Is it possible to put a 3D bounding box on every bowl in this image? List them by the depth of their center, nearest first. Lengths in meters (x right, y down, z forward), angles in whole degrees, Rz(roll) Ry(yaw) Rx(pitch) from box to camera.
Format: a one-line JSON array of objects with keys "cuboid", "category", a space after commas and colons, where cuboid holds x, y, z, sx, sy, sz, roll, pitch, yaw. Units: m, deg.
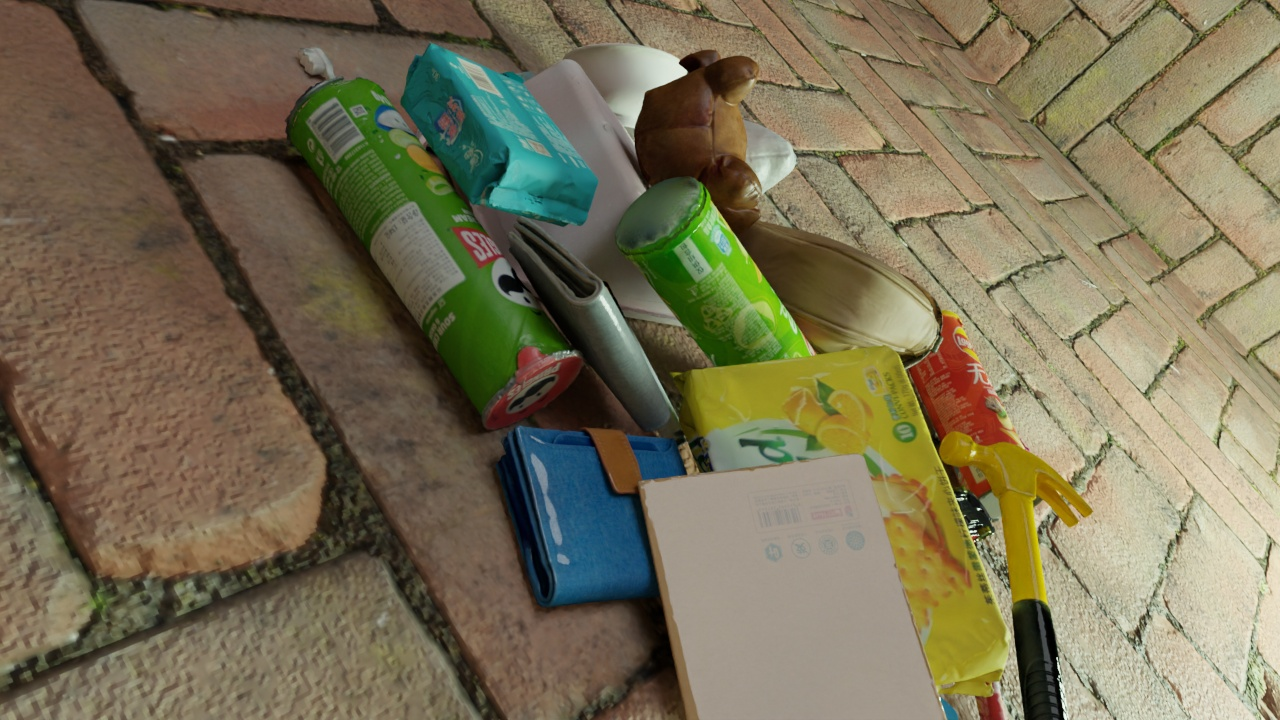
[{"cuboid": [-0.017, -0.246, 0.867, 0.118, 0.118, 0.064, 7, 86, -42], "category": "bowl"}]

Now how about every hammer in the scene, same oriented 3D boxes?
[{"cuboid": [0.305, 0.194, 0.715, 0.128, 0.033, 0.299, 17, 52, -9], "category": "hammer"}]

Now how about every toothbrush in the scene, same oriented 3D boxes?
[{"cuboid": [-0.192, -0.158, 0.649, 0.016, 0.016, 0.180, -23, 70, -46], "category": "toothbrush"}]

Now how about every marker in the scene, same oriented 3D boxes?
[{"cuboid": [-0.004, 0.004, 0.651, 0.130, 0.022, 0.018, 64, -1, 10], "category": "marker"}]

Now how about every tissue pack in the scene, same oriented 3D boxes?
[{"cuboid": [-0.092, -0.142, 0.602, 0.093, 0.050, 0.133, 5, 43, -53], "category": "tissue pack"}]

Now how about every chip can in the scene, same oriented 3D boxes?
[{"cuboid": [-0.130, -0.071, 0.569, 0.236, 0.072, 0.072, 53, 35, 14], "category": "chip can"}, {"cuboid": [0.066, -0.033, 0.664, 0.221, 0.073, 0.072, 50, 27, -33], "category": "chip can"}, {"cuboid": [0.320, 0.049, 0.903, 0.073, 0.073, 0.216, 20, 41, -31], "category": "chip can"}]

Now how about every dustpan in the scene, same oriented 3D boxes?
[{"cuboid": [-0.055, -0.121, 0.758, 0.273, 0.139, 0.222, 43, 19, -58], "category": "dustpan"}]

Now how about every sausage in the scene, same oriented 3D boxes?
[{"cuboid": [0.243, 0.280, 0.605, 0.020, 0.020, 0.155, 20, 51, -30], "category": "sausage"}]

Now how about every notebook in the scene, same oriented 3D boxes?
[{"cuboid": [0.088, 0.156, 0.514, 0.147, 0.008, 0.207, -6, 64, -15], "category": "notebook"}]

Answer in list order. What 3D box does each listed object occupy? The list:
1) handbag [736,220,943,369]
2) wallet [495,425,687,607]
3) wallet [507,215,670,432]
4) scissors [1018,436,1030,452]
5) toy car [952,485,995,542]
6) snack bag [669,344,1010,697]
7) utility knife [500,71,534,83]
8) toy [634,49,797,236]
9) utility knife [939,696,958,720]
[{"cuboid": [0.153, -0.054, 0.784, 0.147, 0.100, 0.204, 22, 9, -22], "category": "handbag"}, {"cuboid": [-0.015, 0.091, 0.546, 0.133, 0.040, 0.106, 9, 51, -42], "category": "wallet"}, {"cuboid": [-0.030, -0.026, 0.580, 0.106, 0.037, 0.130, 47, -10, 42], "category": "wallet"}, {"cuboid": [0.373, 0.069, 0.989, 0.134, 0.017, 0.133, 36, 31, -5], "category": "scissors"}, {"cuboid": [0.263, 0.136, 0.786, 0.106, 0.031, 0.049, 2, 53, -38], "category": "toy car"}, {"cuboid": [0.122, 0.104, 0.593, 0.158, 0.068, 0.246, -7, 63, -14], "category": "snack bag"}, {"cuboid": [-0.135, -0.236, 0.793, 0.029, 0.013, 0.175, 45, 34, 1], "category": "utility knife"}, {"cuboid": [0.063, -0.167, 0.738, 0.130, 0.140, 0.199, 1, -3, 3], "category": "toy"}, {"cuboid": [0.186, 0.230, 0.618, 0.218, 0.018, 0.034, 40, 47, -6], "category": "utility knife"}]
